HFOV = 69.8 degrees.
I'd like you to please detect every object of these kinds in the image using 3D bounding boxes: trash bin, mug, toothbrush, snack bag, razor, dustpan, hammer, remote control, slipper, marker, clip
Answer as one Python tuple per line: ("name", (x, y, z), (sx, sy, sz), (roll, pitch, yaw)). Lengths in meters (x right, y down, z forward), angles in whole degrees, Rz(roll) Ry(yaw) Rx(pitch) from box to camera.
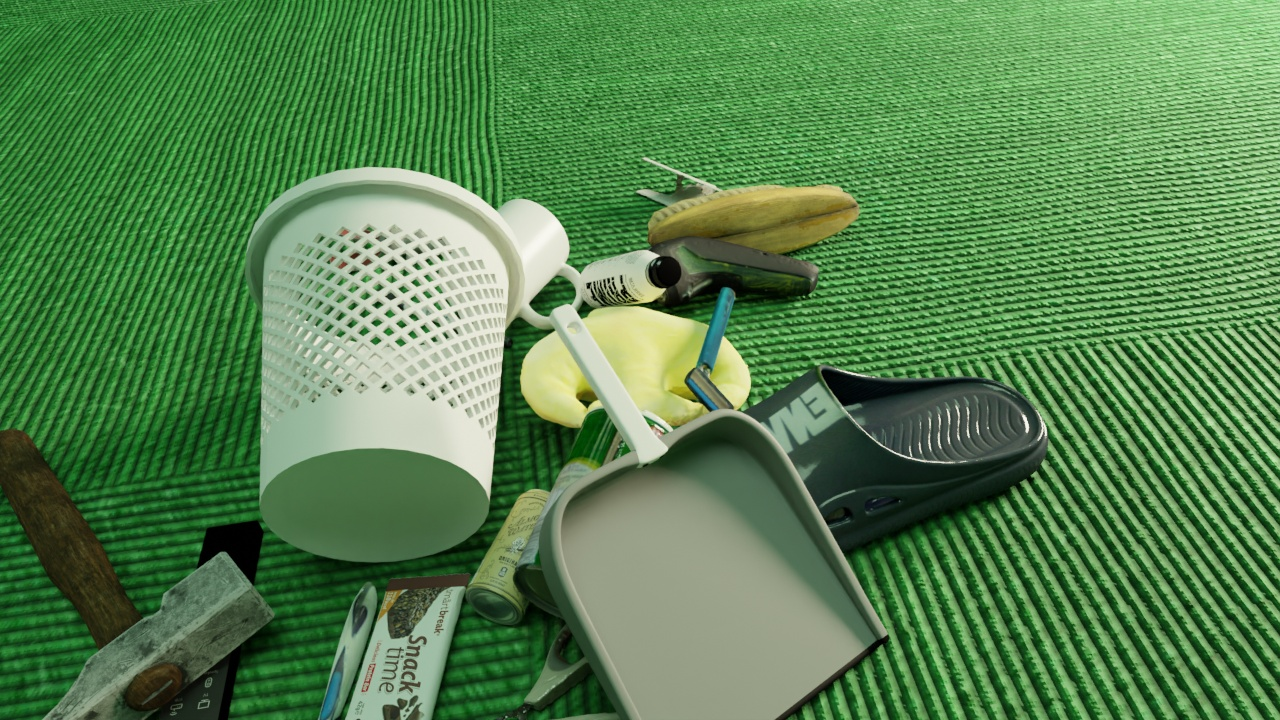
("trash bin", (-0.170, 0.013, 0.611), (0.195, 0.196, 0.199), (-7, 51, -3))
("mug", (-0.099, -0.072, 0.777), (0.110, 0.074, 0.090), (34, 50, 3))
("toothbrush", (-0.177, 0.203, 0.509), (0.016, 0.017, 0.188), (-1, 43, 6))
("snack bag", (-0.139, 0.188, 0.520), (0.057, 0.013, 0.157), (-5, 41, 11))
("razor", (0.052, -0.011, 0.650), (0.022, 0.042, 0.143), (-31, 23, 28))
("dustpan", (0.016, 0.081, 0.512), (0.162, 0.033, 0.257), (-24, 73, -31))
("razor", (0.073, -0.068, 0.769), (0.151, 0.054, 0.067), (6, 51, 2))
("hammer", (-0.396, 0.144, 0.577), (0.217, 0.037, 0.301), (-39, 48, -26))
("remote control", (-0.263, 0.162, 0.566), (0.034, 0.013, 0.149), (-9, 42, -4))
("slipper", (0.144, 0.054, 0.596), (0.268, 0.083, 0.110), (-13, 44, -9))
("marker", (-0.171, -0.037, 0.781), (0.152, 0.011, 0.011), (20, 47, 24))
("clip", (0.046, -0.167, 0.891), (0.102, 0.058, 0.052), (31, 77, 32))

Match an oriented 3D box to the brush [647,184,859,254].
("brush", (0.100, -0.124, 0.817), (0.195, 0.059, 0.043), (-11, 33, -9))

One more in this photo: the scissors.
("scissors", (-0.052, 0.195, 0.511), (0.158, 0.013, 0.165), (7, 42, 23))

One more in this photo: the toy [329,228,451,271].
("toy", (-0.229, -0.108, 0.851), (0.111, 0.030, 0.049), (-5, 70, -4))

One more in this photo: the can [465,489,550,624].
("can", (-0.075, 0.121, 0.575), (0.038, 0.038, 0.079), (11, 44, 17))

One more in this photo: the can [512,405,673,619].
("can", (-0.023, 0.091, 0.555), (0.067, 0.067, 0.120), (11, 53, 17))

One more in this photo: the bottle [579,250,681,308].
("bottle", (-0.007, -0.065, 0.733), (0.041, 0.041, 0.116), (-32, 14, -27))

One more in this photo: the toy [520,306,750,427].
("toy", (-0.004, 0.004, 0.677), (0.170, 0.065, 0.154), (-4, 31, -10))
